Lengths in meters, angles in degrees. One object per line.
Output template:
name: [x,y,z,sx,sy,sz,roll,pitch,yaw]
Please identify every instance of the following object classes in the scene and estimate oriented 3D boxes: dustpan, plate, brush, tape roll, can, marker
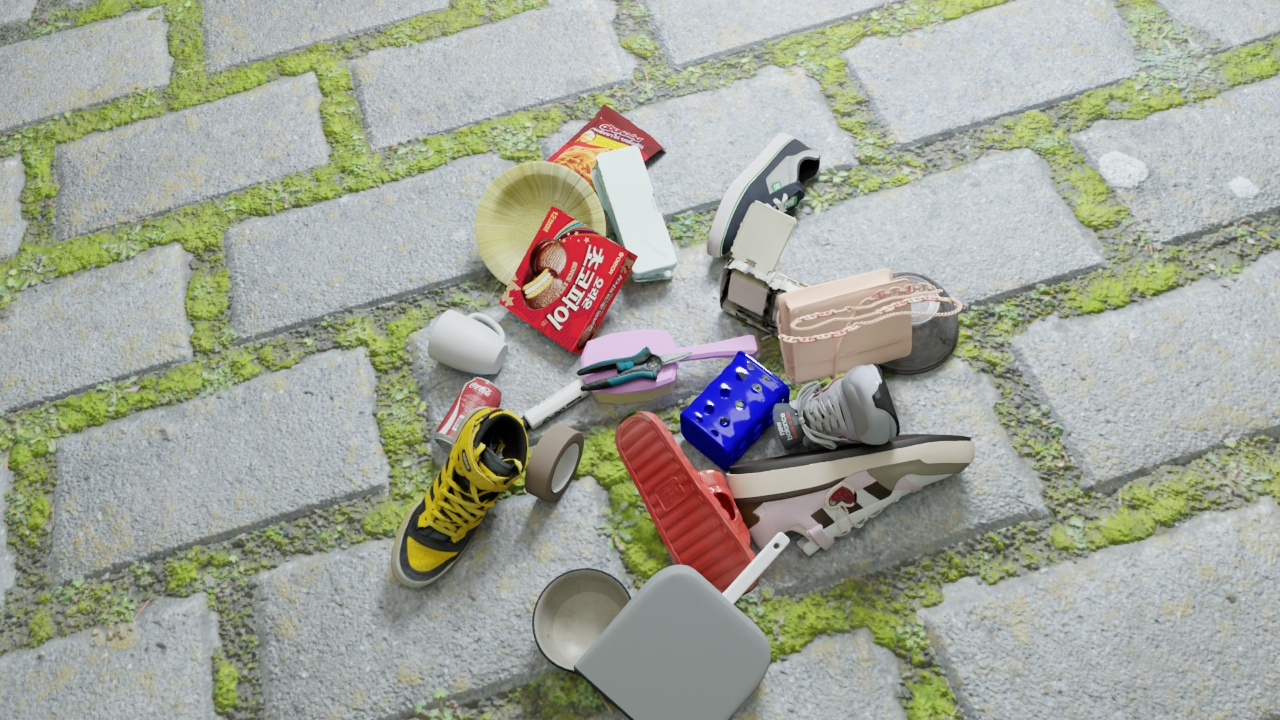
dustpan: [0.074,0.288,0.998,0.163,0.033,0.257,43,89,-3]
plate: [-0.139,-0.186,1.297,0.184,0.036,0.184,1,98,5]
brush: [0.038,0.002,1.204,0.229,0.043,0.089,-8,61,2]
tape roll: [-0.105,0.125,1.123,0.030,0.094,0.093,22,66,17]
can: [-0.221,0.073,1.187,0.054,0.054,0.096,21,66,16]
marker: [-0.126,0.066,1.197,0.125,0.025,0.025,-32,63,-12]

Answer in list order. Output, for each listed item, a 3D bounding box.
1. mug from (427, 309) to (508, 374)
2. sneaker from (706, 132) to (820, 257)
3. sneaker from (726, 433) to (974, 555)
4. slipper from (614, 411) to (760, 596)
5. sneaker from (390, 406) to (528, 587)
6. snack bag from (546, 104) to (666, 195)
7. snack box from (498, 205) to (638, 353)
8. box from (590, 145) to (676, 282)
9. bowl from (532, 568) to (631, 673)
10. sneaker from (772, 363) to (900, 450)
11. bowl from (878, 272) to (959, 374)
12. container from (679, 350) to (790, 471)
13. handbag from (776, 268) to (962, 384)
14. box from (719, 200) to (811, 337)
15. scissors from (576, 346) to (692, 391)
mug: [-0.221,-0.028,1.242,0.089,0.071,0.107,23,38,7]
sneaker: [0.178,-0.226,1.294,0.079,0.084,0.234,30,65,19]
sneaker: [0.255,0.158,1.077,0.294,0.112,0.116,-10,87,-3]
slipper: [0.060,0.165,1.085,0.059,0.104,0.248,-15,64,-51]
sneaker: [-0.207,0.159,1.081,0.086,0.122,0.238,30,71,-19]
snack bag: [-0.074,-0.298,1.385,0.139,0.067,0.207,34,60,27]
snack box: [-0.099,-0.109,1.243,0.133,0.035,0.152,33,99,21]
box: [-0.009,-0.206,1.289,0.085,0.073,0.198,-4,67,-39]
bowl: [-0.061,0.301,1.043,0.115,0.059,0.115,-2,61,4]
sneaker: [0.217,0.066,1.059,0.124,0.239,0.089,-18,83,6]
bowl: [0.346,-0.062,1.194,0.145,0.067,0.144,-2,61,4]
container: [0.115,0.064,1.140,0.085,0.084,0.113,39,73,21]
handbag: [0.247,-0.014,1.058,0.198,0.117,0.187,-13,23,-6]
box: [0.185,-0.112,1.177,0.143,0.182,0.080,28,61,16]
scissors: [-0.011,0.003,1.172,0.135,0.019,0.130,28,67,17]
